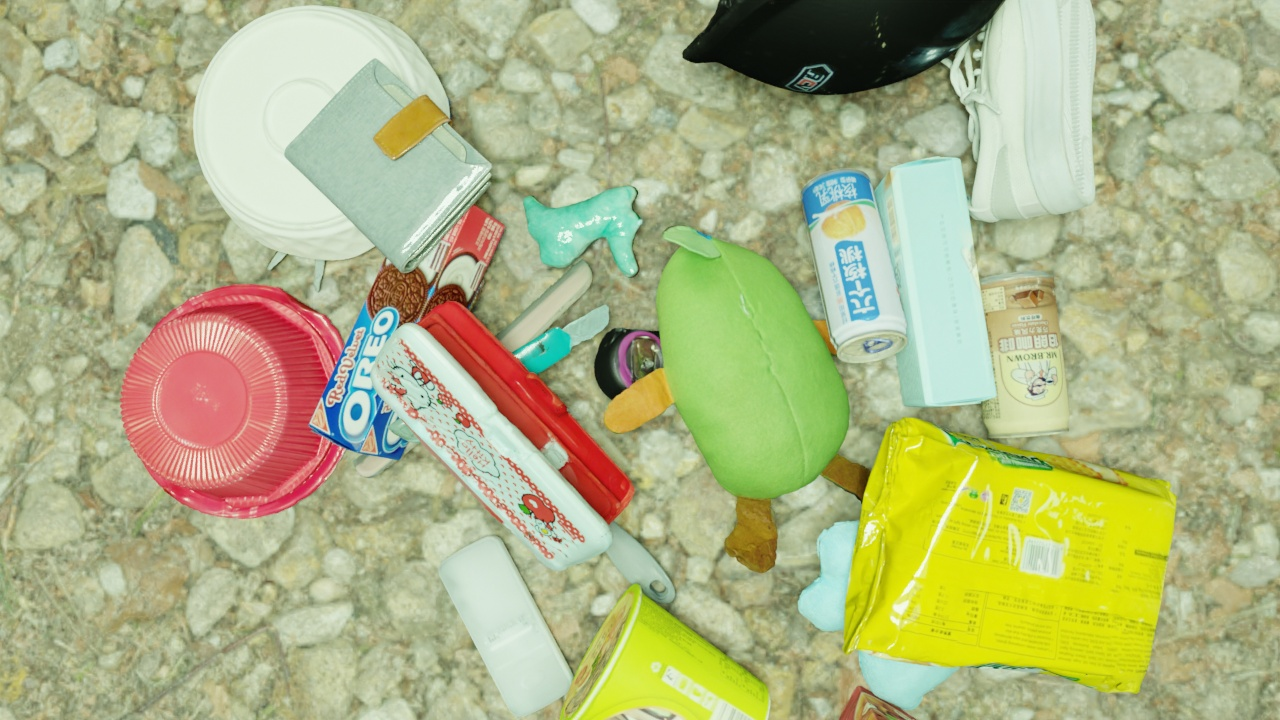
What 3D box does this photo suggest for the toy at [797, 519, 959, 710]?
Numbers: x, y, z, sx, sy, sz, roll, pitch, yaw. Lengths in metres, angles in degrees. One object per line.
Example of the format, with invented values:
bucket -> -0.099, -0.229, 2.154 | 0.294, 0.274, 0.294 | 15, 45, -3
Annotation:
toy -> 0.185, 0.178, 0.654 | 0.156, 0.049, 0.161 | 9, 106, -11

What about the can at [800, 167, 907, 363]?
can -> 0.153, -0.068, 0.661 | 0.053, 0.053, 0.134 | -9, 67, 5

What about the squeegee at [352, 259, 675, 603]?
squeegee -> -0.059, 0.091, 0.703 | 0.247, 0.040, 0.249 | -42, 85, 2

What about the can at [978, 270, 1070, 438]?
can -> 0.274, -0.004, 0.664 | 0.058, 0.058, 0.116 | -5, 87, 5

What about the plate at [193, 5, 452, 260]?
plate -> -0.255, -0.183, 0.718 | 0.205, 0.045, 0.205 | 0, 88, 6

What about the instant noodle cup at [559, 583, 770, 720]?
instant noodle cup -> 0.022, 0.241, 0.658 | 0.123, 0.111, 0.111 | 31, 90, -3

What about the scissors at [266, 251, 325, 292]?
scissors -> -0.253, -0.149, 0.746 | 0.162, 0.012, 0.163 | -29, 86, 3

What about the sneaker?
sneaker -> 0.272, -0.211, 0.669 | 0.091, 0.089, 0.242 | -10, 67, 43

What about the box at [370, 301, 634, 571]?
box -> -0.092, 0.052, 0.628 | 0.095, 0.099, 0.201 | -44, 95, -13

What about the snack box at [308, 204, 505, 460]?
snack box -> -0.177, -0.027, 0.703 | 0.057, 0.058, 0.207 | 24, 88, 22

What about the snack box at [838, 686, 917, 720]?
snack box -> 0.196, 0.286, 0.623 | 0.113, 0.127, 0.044 | 30, 90, 5

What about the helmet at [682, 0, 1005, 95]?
helmet -> 0.143, -0.293, 0.606 | 0.230, 0.233, 0.274 | 27, 87, -12

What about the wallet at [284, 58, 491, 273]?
wallet -> -0.182, -0.145, 0.666 | 0.129, 0.037, 0.106 | 44, 94, 9

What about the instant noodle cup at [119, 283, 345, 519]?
instant noodle cup -> -0.327, 0.030, 0.718 | 0.194, 0.066, 0.193 | 0, 86, 5

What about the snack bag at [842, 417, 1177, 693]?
snack bag -> 0.253, 0.134, 0.613 | 0.246, 0.068, 0.158 | 13, 87, -19

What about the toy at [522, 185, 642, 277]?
toy -> -0.039, -0.101, 0.712 | 0.092, 0.030, 0.096 | -22, 75, 6

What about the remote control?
remote control -> -0.104, 0.204, 0.710 | 0.056, 0.020, 0.136 | -30, 84, 2

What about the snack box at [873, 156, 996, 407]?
snack box -> 0.210, -0.053, 0.664 | 0.051, 0.074, 0.175 | -7, 87, 5

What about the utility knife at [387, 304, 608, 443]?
utility knife -> -0.102, 0.010, 0.688 | 0.187, 0.013, 0.029 | -32, 107, -5

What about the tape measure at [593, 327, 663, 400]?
tape measure -> -0.004, 0.004, 0.691 | 0.057, 0.039, 0.057 | 6, 76, -26

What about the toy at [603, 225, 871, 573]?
toy -> 0.082, 0.017, 0.664 | 0.226, 0.090, 0.246 | -17, 81, -22
